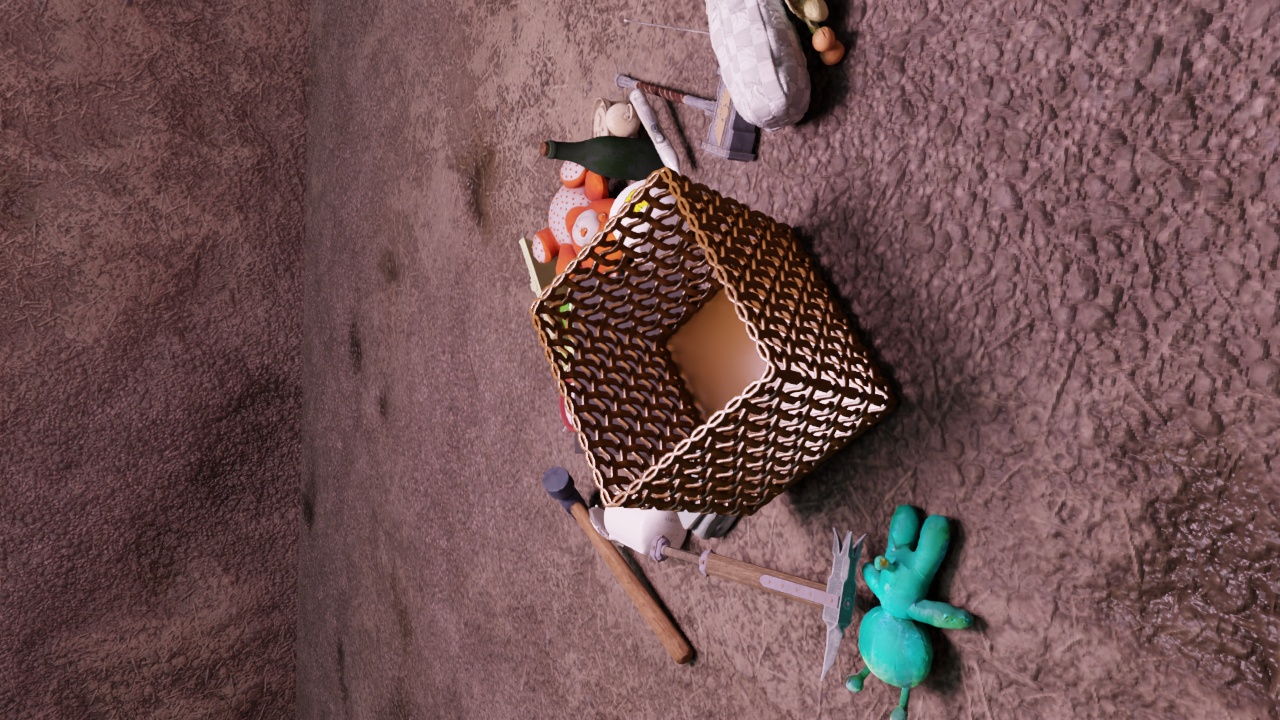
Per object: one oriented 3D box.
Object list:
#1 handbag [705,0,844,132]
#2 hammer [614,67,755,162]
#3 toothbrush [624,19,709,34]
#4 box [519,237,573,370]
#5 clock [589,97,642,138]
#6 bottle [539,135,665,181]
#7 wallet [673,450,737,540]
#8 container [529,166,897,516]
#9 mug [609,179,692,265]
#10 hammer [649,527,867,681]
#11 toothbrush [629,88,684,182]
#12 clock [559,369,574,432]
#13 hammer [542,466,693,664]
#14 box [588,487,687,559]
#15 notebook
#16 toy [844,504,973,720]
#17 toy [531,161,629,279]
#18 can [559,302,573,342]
[{"bbox_3d":[0.140,-0.329,0.944,0.123,0.112,0.171,-15,90,22],"label":"handbag"},{"bbox_3d":[0.045,-0.332,1.153,0.322,0.044,0.098,38,123,52],"label":"hammer"},{"bbox_3d":[0.063,-0.351,0.992,0.010,0.181,0.010,46,131,53],"label":"toothbrush"},{"bbox_3d":[-0.129,-0.090,1.412,0.133,0.061,0.188,68,-178,-62],"label":"box"},{"bbox_3d":[-0.028,-0.312,1.237,0.141,0.054,0.093,160,105,-71],"label":"clock"},{"bbox_3d":[-0.048,-0.262,1.172,0.055,0.173,0.055,4,94,57],"label":"bottle"},{"bbox_3d":[0.089,0.140,1.098,0.100,0.054,0.132,59,133,34],"label":"wallet"},{"bbox_3d":[0.068,-0.006,0.921,0.220,0.213,0.251,-43,55,28],"label":"container"},{"bbox_3d":[0.023,-0.179,1.151,0.115,0.094,0.068,-37,53,1],"label":"mug"},{"bbox_3d":[0.109,0.239,1.016,0.318,0.028,0.147,1,79,55],"label":"hammer"},{"bbox_3d":[0.031,-0.262,1.145,0.024,0.022,0.185,68,178,-70],"label":"toothbrush"},{"bbox_3d":[-0.082,0.055,1.357,0.087,0.044,0.125,26,114,54],"label":"clock"},{"bbox_3d":[-0.028,0.286,1.265,0.321,0.040,0.129,48,170,36],"label":"hammer"},{"bbox_3d":[-0.011,0.214,1.219,0.160,0.081,0.091,15,88,57],"label":"box"},{"bbox_3d":[-0.007,0.007,1.182,0.169,0.019,0.231,0,92,22],"label":"notebook"},{"bbox_3d":[0.240,0.231,0.854,0.131,0.072,0.193,16,96,62],"label":"toy"},{"bbox_3d":[-0.074,-0.186,1.282,0.172,0.092,0.164,37,107,38],"label":"toy"},{"bbox_3d":[-0.052,-0.026,1.272,0.083,0.083,0.144,-54,48,43],"label":"can"}]
